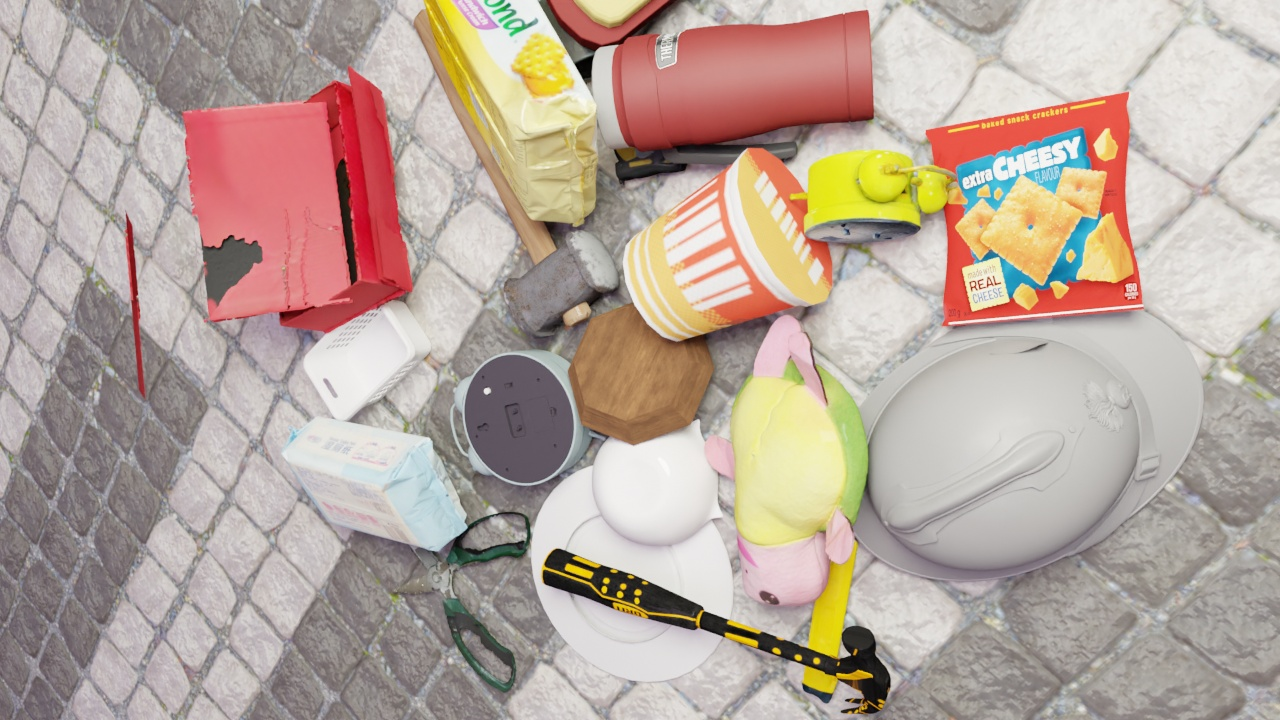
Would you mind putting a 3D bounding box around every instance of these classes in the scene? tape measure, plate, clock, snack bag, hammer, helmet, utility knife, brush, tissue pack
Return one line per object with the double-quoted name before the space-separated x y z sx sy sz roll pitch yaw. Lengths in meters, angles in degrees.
"tape measure" 0.006 -0.183 0.763 0.062 0.034 0.061 -7 93 26
"plate" -0.015 0.198 0.842 0.209 0.015 0.208 4 100 26
"plate" -0.005 0.004 0.773 0.131 0.025 0.131 -6 71 17
"clock" -0.113 0.053 0.854 0.160 0.045 0.122 -13 92 29
"snack bag" 0.272 -0.101 0.638 0.131 0.039 0.144 -5 89 29
"hammer" -0.129 -0.177 0.829 0.098 0.052 0.328 -33 79 27
"helmet" 0.248 0.068 0.632 0.272 0.117 0.183 -36 81 24
"snack bag" -0.109 -0.232 0.732 0.068 0.160 0.247 -26 74 -9
"hammer" 0.051 0.218 0.768 0.321 0.036 0.123 11 139 31
"clock" 0.168 -0.117 0.655 0.119 0.083 0.057 -6 83 54
"utility knife" 0.162 0.174 0.748 0.030 0.019 0.225 11 104 20
"brush" 0.006 -0.314 0.695 0.173 0.042 0.082 -39 97 0
"tissue pack" -0.265 0.118 0.906 0.182 0.069 0.112 8 136 30

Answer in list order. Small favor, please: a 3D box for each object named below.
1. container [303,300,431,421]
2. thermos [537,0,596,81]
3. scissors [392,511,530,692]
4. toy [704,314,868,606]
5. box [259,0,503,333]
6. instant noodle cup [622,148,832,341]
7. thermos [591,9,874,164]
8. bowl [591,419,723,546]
"container" -0.269 -0.006 0.919 0.129 0.049 0.080 -39 80 26
"thermos" -0.077 -0.344 0.751 0.098 0.098 0.221 -20 92 28
"scissors" -0.165 0.220 0.922 0.201 0.015 0.205 46 115 11
"toy" 0.116 0.086 0.701 0.190 0.087 0.238 26 122 55
"box" -0.230 -0.194 0.731 0.480 0.171 0.214 135 126 -67
"instant noodle cup" 0.063 -0.079 0.709 0.121 0.123 0.123 -24 87 35
"thermos" 0.072 -0.198 0.689 0.199 0.083 0.108 -3 136 14
"bowl" 0.005 0.105 0.787 0.115 0.050 0.114 -1 88 22
